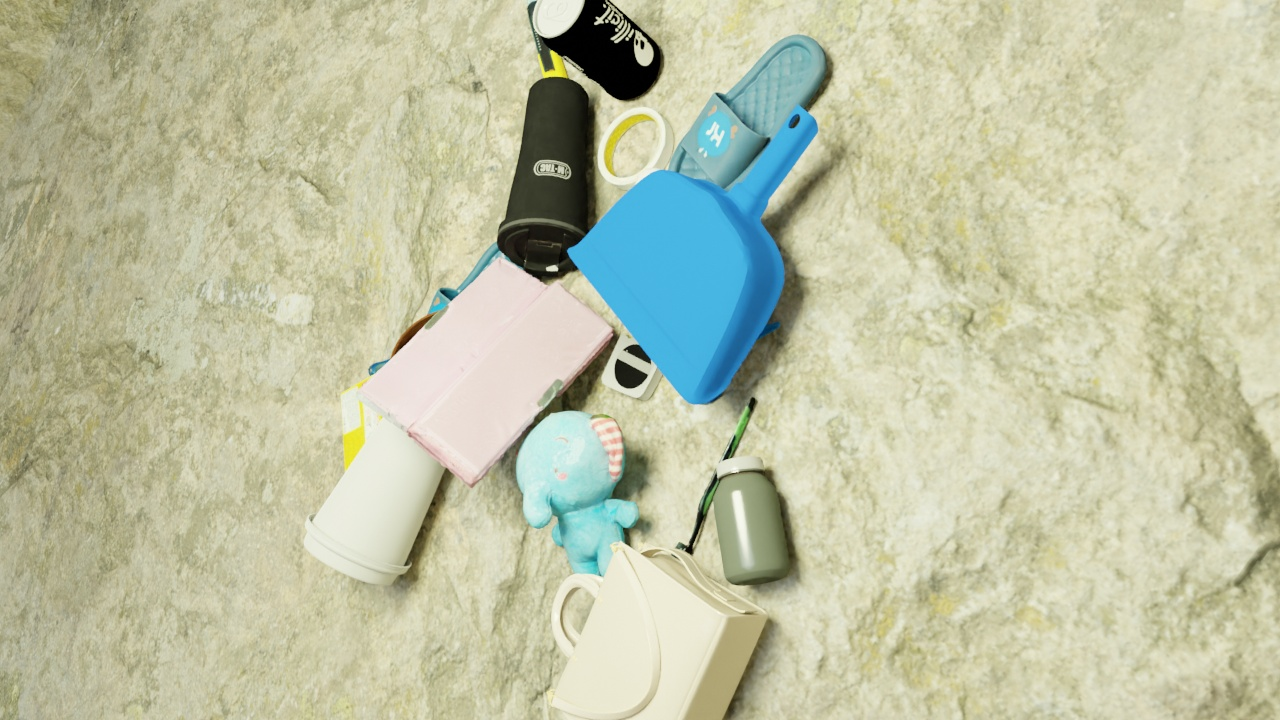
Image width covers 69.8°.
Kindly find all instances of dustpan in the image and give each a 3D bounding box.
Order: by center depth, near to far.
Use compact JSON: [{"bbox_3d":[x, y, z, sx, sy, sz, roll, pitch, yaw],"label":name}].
[{"bbox_3d":[0.070,-0.131,0.869,0.258,0.059,0.245,-55,52,23],"label":"dustpan"}]

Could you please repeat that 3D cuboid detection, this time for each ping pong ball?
[{"bbox_3d":[0.014,-0.189,0.998,0.040,0.040,0.040,-11,70,33],"label":"ping pong ball"}]

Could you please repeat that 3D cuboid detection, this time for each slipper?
[{"bbox_3d":[0.100,-0.248,0.942,0.214,0.059,0.104,-49,52,13],"label":"slipper"},{"bbox_3d":[-0.204,-0.056,1.103,0.214,0.059,0.104,-49,66,9],"label":"slipper"}]

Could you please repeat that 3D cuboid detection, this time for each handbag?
[{"bbox_3d":[-0.009,0.260,0.844,0.198,0.101,0.194,26,96,38],"label":"handbag"}]

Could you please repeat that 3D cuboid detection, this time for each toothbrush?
[{"bbox_3d":[0.069,0.120,0.885,0.017,0.014,0.188,26,92,46],"label":"toothbrush"}]

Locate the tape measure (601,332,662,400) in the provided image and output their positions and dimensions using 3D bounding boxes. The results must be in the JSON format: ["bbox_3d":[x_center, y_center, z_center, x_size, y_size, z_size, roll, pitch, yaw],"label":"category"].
[{"bbox_3d":[-0.006,0.006,0.970,0.065,0.016,0.064,27,93,38],"label":"tape measure"}]

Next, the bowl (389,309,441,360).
[{"bbox_3d":[-0.199,0.021,1.020,0.147,0.069,0.147,1,64,-3],"label":"bowl"}]

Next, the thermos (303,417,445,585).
[{"bbox_3d":[-0.290,0.139,1.081,0.132,0.131,0.221,23,83,38],"label":"thermos"}]

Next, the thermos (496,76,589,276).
[{"bbox_3d":[-0.103,-0.216,1.060,0.106,0.105,0.218,-11,65,33],"label":"thermos"}]

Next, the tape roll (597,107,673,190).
[{"bbox_3d":[-0.006,-0.240,1.042,0.094,0.019,0.094,-11,70,33],"label":"tape roll"}]

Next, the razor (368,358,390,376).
[{"bbox_3d":[-0.304,-0.010,1.193,0.141,0.018,0.044,-24,75,30],"label":"razor"}]

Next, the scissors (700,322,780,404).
[{"bbox_3d":[0.082,-0.021,0.919,0.133,0.020,0.097,-52,56,14],"label":"scissors"}]

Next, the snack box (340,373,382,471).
[{"bbox_3d":[-0.352,0.099,1.192,0.075,0.025,0.152,-26,62,28],"label":"snack box"}]

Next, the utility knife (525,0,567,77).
[{"bbox_3d":[-0.125,-0.415,1.182,0.029,0.020,0.186,-30,60,24],"label":"utility knife"}]

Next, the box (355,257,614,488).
[{"bbox_3d":[-0.163,-0.001,0.967,0.180,0.051,0.232,34,66,14],"label":"box"}]

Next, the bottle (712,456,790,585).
[{"bbox_3d":[0.098,0.144,0.826,0.060,0.060,0.108,-20,65,30],"label":"bottle"}]

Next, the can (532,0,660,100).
[{"bbox_3d":[-0.046,-0.357,1.024,0.080,0.146,0.080,-11,70,33],"label":"can"}]

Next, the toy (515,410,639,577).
[{"bbox_3d":[-0.073,0.141,0.931,0.184,0.114,0.180,-23,75,43],"label":"toy"}]
